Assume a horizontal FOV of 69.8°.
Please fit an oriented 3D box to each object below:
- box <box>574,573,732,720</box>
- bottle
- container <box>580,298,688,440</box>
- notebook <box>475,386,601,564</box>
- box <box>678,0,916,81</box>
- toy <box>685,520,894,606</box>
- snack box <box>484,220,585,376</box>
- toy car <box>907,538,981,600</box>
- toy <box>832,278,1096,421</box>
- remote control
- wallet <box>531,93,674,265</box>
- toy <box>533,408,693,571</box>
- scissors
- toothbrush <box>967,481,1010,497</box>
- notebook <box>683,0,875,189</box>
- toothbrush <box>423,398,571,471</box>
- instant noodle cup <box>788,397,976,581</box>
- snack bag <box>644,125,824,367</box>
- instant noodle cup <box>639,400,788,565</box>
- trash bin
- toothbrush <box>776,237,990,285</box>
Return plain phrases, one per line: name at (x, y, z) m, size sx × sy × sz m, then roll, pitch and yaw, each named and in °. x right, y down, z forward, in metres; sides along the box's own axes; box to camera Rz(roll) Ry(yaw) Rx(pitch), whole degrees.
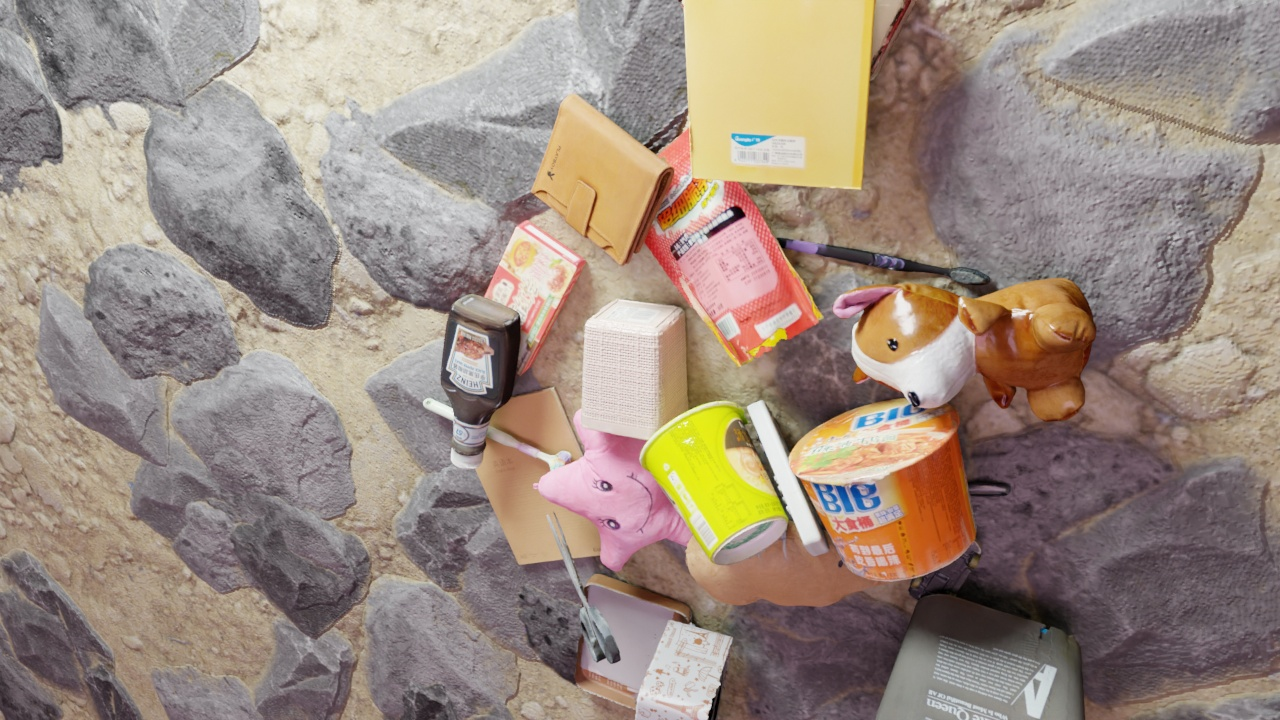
box at (-0.003, 0.379, 1.029) m, size 0.205 × 0.157 × 0.181 m, roll 16°, pitch 119°, yaw 16°
bottle at (-0.175, 0.029, 0.974) m, size 0.080 × 0.043 × 0.195 m, roll 22°, pitch 121°, yaw 15°
container at (-0.005, 0.005, 0.895) m, size 0.090 × 0.090 × 0.111 m, roll 8°, pitch 114°, yaw 20°
notebook at (-0.120, 0.139, 1.054) m, size 0.150 × 0.012 × 0.211 m, roll -13°, pitch 107°, yaw 29°
box at (0.118, -0.283, 0.708) m, size 0.168 × 0.077 × 0.091 m, roll 30°, pitch 123°, yaw 8°
toy at (0.156, 0.203, 0.914) m, size 0.226 × 0.082 × 0.143 m, roll -5°, pitch 153°, yaw 24°
snack box at (-0.121, -0.062, 0.949) m, size 0.075 × 0.025 × 0.153 m, roll 35°, pitch 123°, yaw 5°
toy car at (0.294, 0.198, 0.885) m, size 0.042 × 0.035 × 0.091 m, roll 25°, pitch 122°, yaw 9°
toy at (0.263, -0.008, 0.758) m, size 0.200 × 0.130 × 0.140 m, roll 9°, pitch 140°, yaw 28°
remote control at (0.136, 0.109, 0.856) m, size 0.021 × 0.058 × 0.150 m, roll -25°, pitch 62°, yaw 9°
wallet at (-0.038, -0.165, 0.841) m, size 0.132 × 0.031 × 0.108 m, roll 43°, pitch 126°, yaw 24°
toy at (-0.024, 0.141, 0.971) m, size 0.178 × 0.074 × 0.195 m, roll 0°, pitch 112°, yaw 8°
scissors at (-0.062, 0.250, 0.988) m, size 0.165 × 0.014 × 0.163 m, roll 41°, pitch 142°, yaw 50°
toothbrush at (0.257, 0.123, 0.878) m, size 0.181 × 0.018 × 0.016 m, roll -3°, pitch 107°, yaw 23°
notebook at (0.103, -0.231, 0.701) m, size 0.146 × 0.010 × 0.207 m, roll 8°, pitch 127°, yaw 19°
toothbrush at (-0.164, 0.081, 1.030) m, size 0.190 × 0.029 × 0.020 m, roll 22°, pitch 161°, yaw 16°
instant noodle cup at (0.220, 0.115, 0.808) m, size 0.152 × 0.151 × 0.111 m, roll -15°, pitch 106°, yaw 29°
snack bag at (0.069, -0.099, 0.829) m, size 0.129 × 0.073 × 0.208 m, roll -34°, pitch 90°, yaw 43°
instant noodle cup at (0.075, 0.120, 0.857) m, size 0.112 × 0.111 × 0.123 m, roll -51°, pitch 53°, yaw 33°
trash bin at (0.298, 0.355, 0.830) m, size 0.199 × 0.219 × 0.199 m, roll 16°, pitch 136°, yaw 17°
toothbrush at (0.206, -0.087, 0.800) m, size 0.189 × 0.016 × 0.014 m, roll 13°, pitch 111°, yaw 19°
